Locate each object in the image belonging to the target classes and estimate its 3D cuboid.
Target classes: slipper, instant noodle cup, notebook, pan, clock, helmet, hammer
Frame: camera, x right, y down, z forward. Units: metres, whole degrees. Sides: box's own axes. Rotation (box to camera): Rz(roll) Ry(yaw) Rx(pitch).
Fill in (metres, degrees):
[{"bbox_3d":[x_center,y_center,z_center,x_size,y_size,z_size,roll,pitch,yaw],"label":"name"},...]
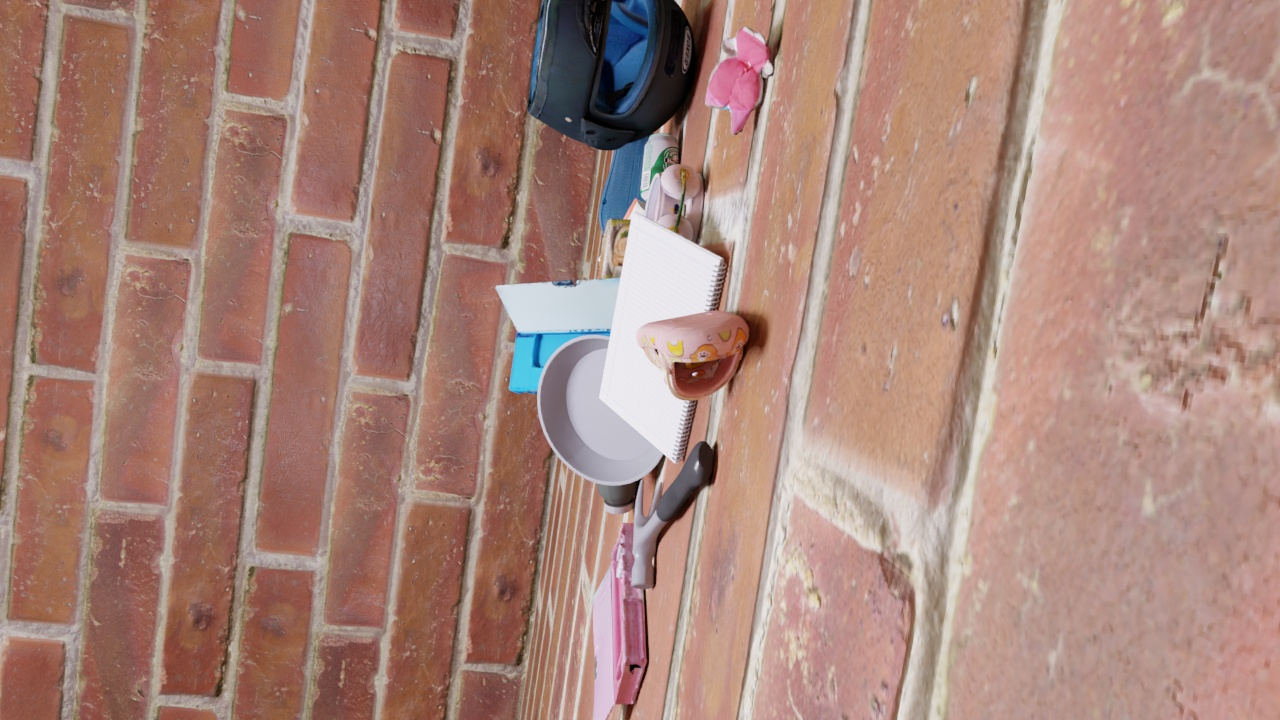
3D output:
[{"bbox_3d":[-0.011,-0.268,1.482,0.059,0.104,0.213,67,-153,-79],"label":"slipper"},{"bbox_3d":[-0.008,-0.143,1.345,0.146,0.098,0.146,-174,91,-82],"label":"instant noodle cup"},{"bbox_3d":[0.019,-0.028,1.063,0.178,0.013,0.246,37,124,48],"label":"notebook"},{"bbox_3d":[-0.007,0.007,1.162,0.357,0.201,0.050,-55,-17,27],"label":"pan"},{"bbox_3d":[0.043,-0.188,1.172,0.158,0.058,0.117,-164,81,-81],"label":"clock"},{"bbox_3d":[-0.036,-0.447,1.345,0.316,0.236,0.249,157,120,-79],"label":"helmet"},{"bbox_3d":[0.032,0.159,1.027,0.312,0.029,0.124,114,162,-61],"label":"hammer"},{"bbox_3d":[0.055,-0.003,0.869,0.197,0.093,0.081,-171,69,-80],"label":"slipper"}]

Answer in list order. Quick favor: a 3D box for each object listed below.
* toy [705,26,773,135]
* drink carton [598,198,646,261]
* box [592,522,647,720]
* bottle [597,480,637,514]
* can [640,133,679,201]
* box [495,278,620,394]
[{"bbox_3d":[0.105,-0.282,0.910,0.065,0.050,0.103,50,141,28],"label":"toy"},{"bbox_3d":[-0.013,-0.183,1.432,0.122,0.069,0.038,-55,-13,26],"label":"drink carton"},{"bbox_3d":[-0.028,0.356,1.223,0.232,0.039,0.179,-93,18,-52],"label":"box"},{"bbox_3d":[-0.035,0.167,1.338,0.060,0.060,0.108,-103,8,-68],"label":"bottle"},{"bbox_3d":[0.029,-0.285,1.377,0.053,0.053,0.101,129,148,-75],"label":"can"},{"bbox_3d":[-0.076,-0.034,1.262,0.071,0.244,0.170,-29,-65,-58],"label":"box"}]
